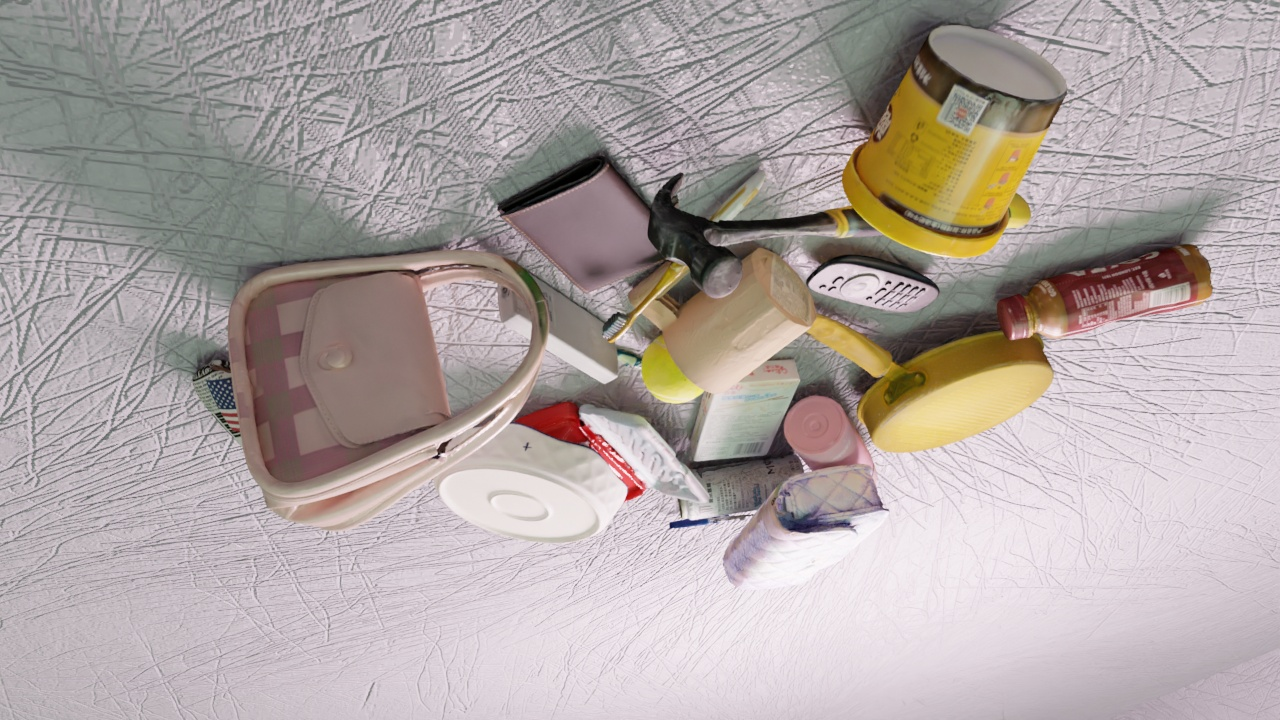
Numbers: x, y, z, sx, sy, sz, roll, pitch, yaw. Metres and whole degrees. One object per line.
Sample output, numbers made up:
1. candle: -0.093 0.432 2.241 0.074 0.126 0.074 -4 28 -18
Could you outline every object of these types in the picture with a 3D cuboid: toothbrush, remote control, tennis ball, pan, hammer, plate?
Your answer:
1. toothbrush: 0.030 -0.080 0.723 0.018 0.016 0.192 23 123 -36
2. toothbrush: -0.005 0.005 0.863 0.191 0.018 0.016 24 135 -39
3. remote control: 0.202 -0.069 0.799 0.136 0.024 0.053 11 147 -29
4. tennis ball: 0.033 0.006 0.832 0.065 0.065 0.066 -7 146 -5
5. pan: 0.260 0.010 0.900 0.356 0.078 0.198 11 142 -41
6. hammer: 0.152 -0.104 0.668 0.322 0.126 0.032 -9 128 -26
7. plate: -0.119 0.133 0.944 0.205 0.045 0.205 9 147 6
8. remote control: -0.067 -0.028 0.766 0.019 0.056 0.135 -28 142 26

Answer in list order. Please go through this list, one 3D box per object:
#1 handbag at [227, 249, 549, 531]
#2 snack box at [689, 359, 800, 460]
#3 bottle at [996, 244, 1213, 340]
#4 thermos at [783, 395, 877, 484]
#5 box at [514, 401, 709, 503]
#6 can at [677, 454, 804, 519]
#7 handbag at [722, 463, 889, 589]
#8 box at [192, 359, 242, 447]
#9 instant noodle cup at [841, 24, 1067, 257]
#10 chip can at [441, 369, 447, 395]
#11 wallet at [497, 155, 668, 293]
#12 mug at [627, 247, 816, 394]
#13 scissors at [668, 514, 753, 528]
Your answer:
1. handbag: -0.177 0.001 0.681 0.234 0.193 0.093 -20 152 1
2. snack box: 0.105 0.055 0.954 0.084 0.026 0.157 -3 145 -9
3. bottle: 0.421 -0.058 0.840 0.175 0.057 0.057 -14 146 6
4. thermos: 0.208 0.110 1.009 0.087 0.067 0.198 -45 147 -1
5. box: -0.026 0.103 0.967 0.161 0.058 0.201 -7 148 23
6. can: 0.116 0.147 1.062 0.146 0.058 0.058 -8 146 -2
7. handbag: 0.176 0.186 0.991 0.134 0.075 0.194 -7 150 -16
8. box: -0.322 0.063 0.808 0.069 0.052 0.164 -25 117 24
9. instant noodle cup: 0.211 -0.149 0.614 0.118 0.118 0.115 2 137 -16
10. chip can: -0.256 0.073 0.854 0.071 0.071 0.215 15 139 -32
11. wallet: -0.036 -0.099 0.705 0.096 0.020 0.122 -20 145 22
12. mug: 0.069 -0.046 0.767 0.124 0.084 0.104 40 125 -17
13. scissors: 0.103 0.190 1.106 0.173 0.012 0.132 -15 169 37
